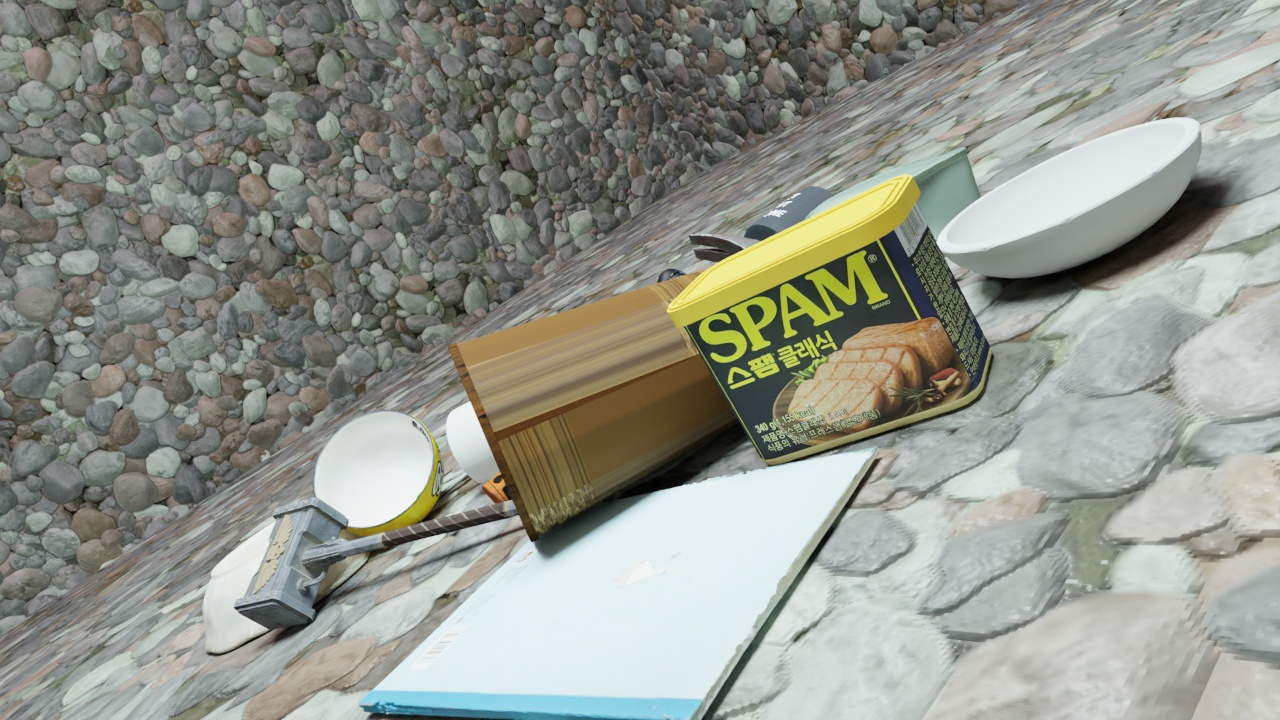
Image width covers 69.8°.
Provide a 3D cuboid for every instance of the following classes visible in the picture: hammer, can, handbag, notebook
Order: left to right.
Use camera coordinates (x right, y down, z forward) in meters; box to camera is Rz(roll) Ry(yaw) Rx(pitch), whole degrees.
[{"bbox_3d":[-0.175,0.132,0.697,0.323,0.044,0.098,-18,44,28],"label":"hammer"},{"bbox_3d":[-0.019,0.116,0.468,0.254,0.009,0.180,-20,15,45],"label":"notebook"},{"bbox_3d":[-0.004,0.004,0.751,0.314,0.035,0.138,-40,47,-15],"label":"hammer"},{"bbox_3d":[0.101,-0.017,0.485,0.136,0.104,0.075,-23,13,35],"label":"can"},{"bbox_3d":[0.203,-0.115,0.740,0.106,0.067,0.122,-25,9,-17],"label":"handbag"}]

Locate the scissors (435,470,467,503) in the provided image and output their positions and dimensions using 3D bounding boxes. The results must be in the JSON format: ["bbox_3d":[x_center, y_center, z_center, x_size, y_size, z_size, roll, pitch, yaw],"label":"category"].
[{"bbox_3d":[-0.137,0.092,0.884,0.158,0.014,0.141,-13,27,44],"label":"scissors"}]

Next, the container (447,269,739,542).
[{"bbox_3d":[-0.018,0.020,0.582,0.167,0.132,0.132,-23,10,-10],"label":"container"}]

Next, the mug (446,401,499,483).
[{"bbox_3d":[-0.108,0.051,0.822,0.091,0.074,0.110,-27,11,19],"label":"mug"}]

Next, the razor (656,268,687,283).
[{"bbox_3d":[0.059,-0.071,0.939,0.053,0.064,0.141,-36,11,-20],"label":"razor"}]

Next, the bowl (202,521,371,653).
[{"bbox_3d":[-0.338,0.190,0.866,0.220,0.060,0.187,-19,16,49],"label":"bowl"}]

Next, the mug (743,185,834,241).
[{"bbox_3d":[0.157,-0.122,0.866,0.077,0.071,0.105,-36,2,-24],"label":"mug"}]

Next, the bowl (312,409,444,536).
[{"bbox_3d":[-0.234,0.112,0.850,0.117,0.117,0.068,-33,-31,-8],"label":"bowl"}]

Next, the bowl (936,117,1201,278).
[{"bbox_3d":[0.254,-0.086,0.539,0.149,0.043,0.149,-30,11,6],"label":"bowl"}]
